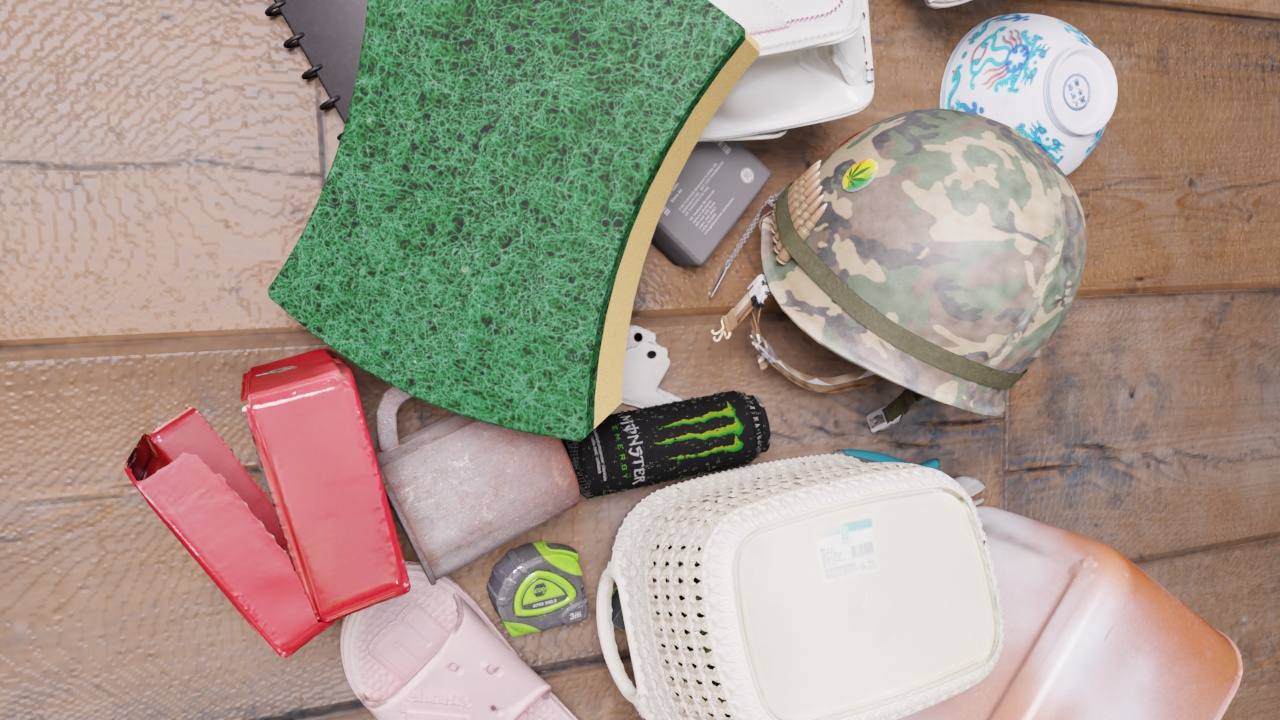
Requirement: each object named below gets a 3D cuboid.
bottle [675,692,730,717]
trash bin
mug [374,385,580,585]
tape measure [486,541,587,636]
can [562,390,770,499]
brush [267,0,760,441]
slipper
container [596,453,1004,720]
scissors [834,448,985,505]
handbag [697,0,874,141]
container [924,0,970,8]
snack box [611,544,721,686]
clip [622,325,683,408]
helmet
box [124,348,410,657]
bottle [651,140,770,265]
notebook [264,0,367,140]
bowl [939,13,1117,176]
[{"bbox_3d":[0.018,0.326,0.652,0.071,0.071,0.164,19,88,-22],"label":"bottle"},{"bbox_3d":[0.280,0.255,0.688,0.157,0.182,0.259,38,82,-18],"label":"trash bin"},{"bbox_3d":[-0.108,0.060,0.566,0.110,0.096,0.123,-28,113,-23],"label":"mug"},{"bbox_3d":[-0.071,0.152,0.621,0.065,0.036,0.059,-7,107,-24],"label":"tape measure"},{"bbox_3d":[0.017,0.056,0.626,0.137,0.054,0.054,-10,99,-13],"label":"can"},{"bbox_3d":[-0.071,-0.100,0.494,0.195,0.075,0.250,24,107,8],"label":"brush"},{"bbox_3d":[-0.103,0.236,0.601,0.094,0.064,0.239,-43,110,-12],"label":"slipper"},{"bbox_3d":[0.112,0.154,0.604,0.251,0.143,0.184,-8,80,-24],"label":"container"},{"bbox_3d":[0.210,0.097,0.731,0.130,0.019,0.150,-39,106,-12],"label":"scissors"},{"bbox_3d":[0.065,-0.239,0.559,0.142,0.096,0.198,-5,73,20],"label":"handbag"},{"bbox_3d":[0.224,-0.367,0.599,0.189,0.189,0.187,-44,109,-12],"label":"container"},{"bbox_3d":[0.053,0.189,0.676,0.147,0.025,0.080,36,82,-20],"label":"snack box"},{"bbox_3d":[-0.004,0.004,0.641,0.101,0.040,0.054,16,109,-22],"label":"clip"},{"bbox_3d":[0.168,-0.051,0.610,0.192,0.224,0.237,15,115,-27],"label":"helmet"},{"bbox_3d":[-0.188,0.068,0.504,0.117,0.158,0.136,-32,107,-20],"label":"box"},{"bbox_3d":[-0.003,-0.150,0.609,0.174,0.046,0.083,41,81,-20],"label":"bottle"},{"bbox_3d":[-0.109,-0.172,0.552,0.169,0.019,0.231,-26,105,5],"label":"notebook"},{"bbox_3d":[0.315,-0.203,0.711,0.143,0.074,0.144,-2,96,-21],"label":"bowl"}]
